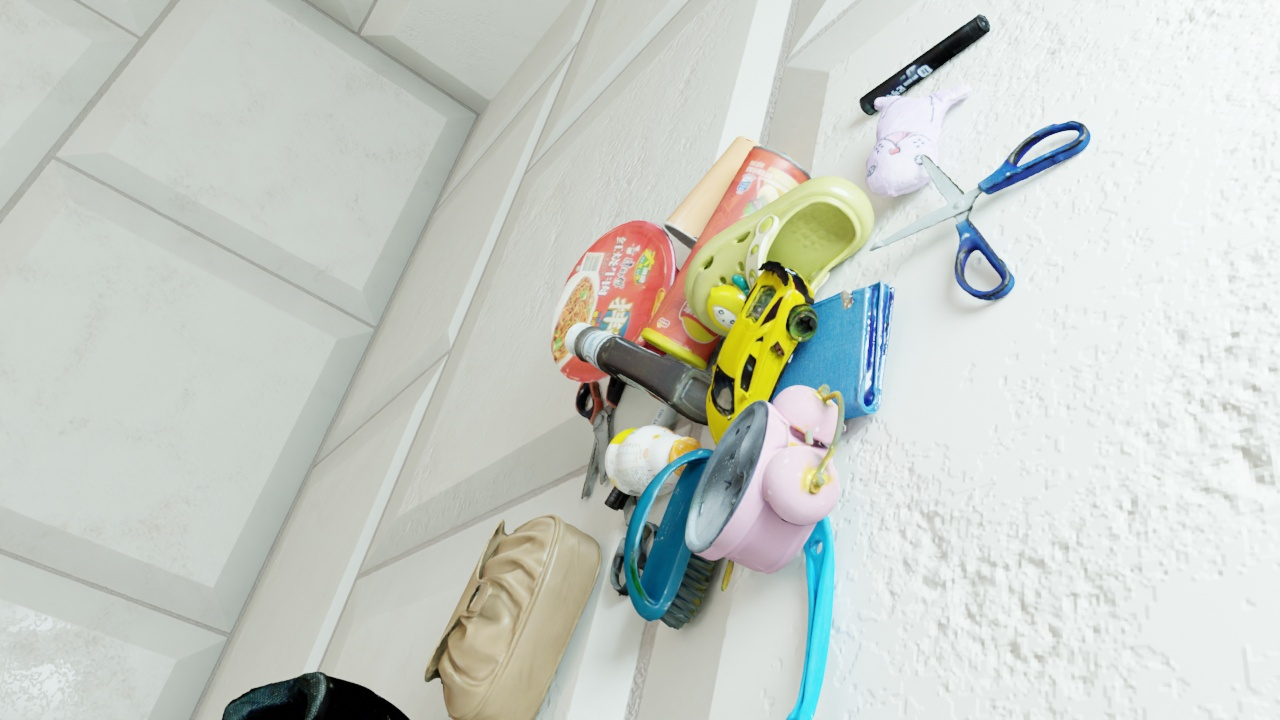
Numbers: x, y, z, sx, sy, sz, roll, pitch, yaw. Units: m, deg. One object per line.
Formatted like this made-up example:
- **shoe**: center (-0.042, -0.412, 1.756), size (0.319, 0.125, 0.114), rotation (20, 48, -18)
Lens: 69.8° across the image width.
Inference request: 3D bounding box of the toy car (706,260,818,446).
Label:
- **toy car**: center (0.088, 0.000, 0.712), size (0.156, 0.041, 0.071), rotation (-68, 23, 14)

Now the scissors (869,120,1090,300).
- **scissors**: center (0.232, -0.105, 0.643), size (0.173, 0.012, 0.162), rotation (-27, 44, 42)

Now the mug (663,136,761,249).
- **mug**: center (0.091, -0.170, 0.967), size (0.123, 0.078, 0.078), rotation (-54, 22, -1)

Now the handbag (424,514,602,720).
- **handbag**: center (-0.127, 0.243, 0.874), size (0.148, 0.099, 0.204), rotation (-10, 50, 56)

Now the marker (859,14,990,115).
- **marker**: center (0.248, -0.260, 0.810), size (0.132, 0.020, 0.022), rotation (-31, 19, 49)

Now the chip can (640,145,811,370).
- **chip can**: center (0.084, -0.098, 0.890), size (0.216, 0.073, 0.073), rotation (-59, 22, -2)

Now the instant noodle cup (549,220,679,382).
- **instant noodle cup**: center (-0.015, -0.056, 1.014), size (0.194, 0.065, 0.193), rotation (-26, 52, 37)

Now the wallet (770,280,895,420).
- **wallet**: center (0.136, 0.002, 0.702), size (0.133, 0.040, 0.106), rotation (-23, 51, 57)

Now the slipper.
- **slipper**: center (0.110, -0.079, 0.776), size (0.191, 0.091, 0.081), rotation (-37, 17, 35)

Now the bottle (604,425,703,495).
- **bottle**: center (0.015, 0.089, 0.815), size (0.109, 0.063, 0.063), rotation (-15, 49, 60)

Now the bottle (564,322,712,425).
- **bottle**: center (-0.005, 0.005, 0.877), size (0.195, 0.080, 0.044), rotation (25, 85, 47)

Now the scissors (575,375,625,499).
- **scissors**: center (-0.046, 0.060, 1.044), size (0.195, 0.015, 0.216), rotation (-62, 23, -6)

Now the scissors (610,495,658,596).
- **scissors**: center (-0.002, 0.140, 0.860), size (0.137, 0.014, 0.174), rotation (-31, 33, 51)

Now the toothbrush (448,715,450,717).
- **toothbrush**: center (-0.142, 0.300, 0.948), size (0.189, 0.017, 0.014), rotation (-55, 24, 8)

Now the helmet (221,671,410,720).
- **helmet**: center (-0.314, 0.439, 0.864), size (0.233, 0.230, 0.275), rotation (-130, 61, -76)

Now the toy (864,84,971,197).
- **toy**: center (0.219, -0.177, 0.746), size (0.084, 0.039, 0.107), rotation (-1, 58, 40)

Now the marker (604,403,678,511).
- **marker**: center (0.006, 0.086, 0.883), size (0.023, 0.018, 0.130), rotation (22, 76, 44)

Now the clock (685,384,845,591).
- **clock**: center (0.092, 0.080, 0.632), size (0.159, 0.060, 0.117), rotation (-58, 9, 40)

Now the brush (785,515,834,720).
- **brush**: center (0.100, 0.200, 0.540), size (0.083, 0.046, 0.253), rotation (-44, 23, 42)

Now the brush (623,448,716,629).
- **brush**: center (0.027, 0.133, 0.721), size (0.055, 0.073, 0.143), rotation (-21, 44, 64)
